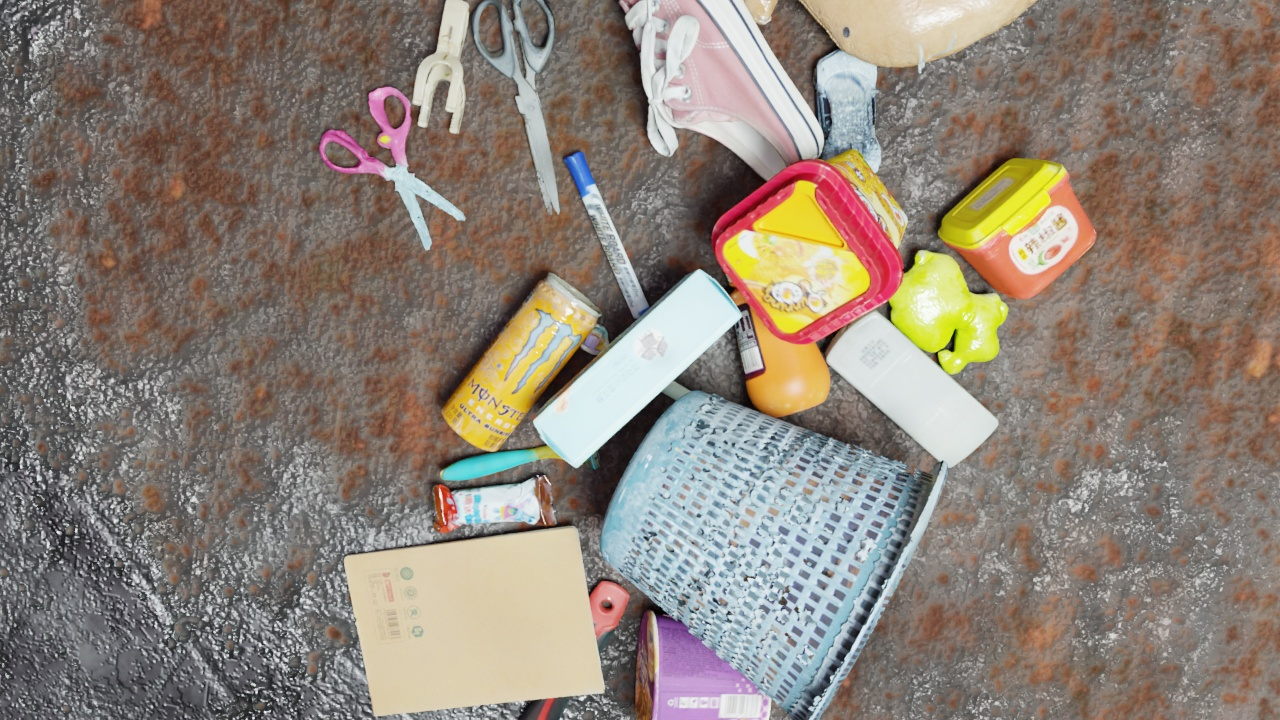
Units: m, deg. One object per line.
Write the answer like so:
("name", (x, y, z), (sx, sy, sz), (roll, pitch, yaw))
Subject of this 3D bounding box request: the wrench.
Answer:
("wrench", (-0.081, 0.313, 0.803), (0.056, 0.016, 0.273), (24, 97, -1))

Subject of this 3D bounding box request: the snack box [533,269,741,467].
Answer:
("snack box", (-0.004, 0.004, 0.710), (0.175, 0.074, 0.051), (-43, 94, 0))

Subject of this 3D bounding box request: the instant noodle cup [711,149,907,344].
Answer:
("instant noodle cup", (0.135, -0.092, 0.680), (0.116, 0.123, 0.116), (-33, 97, 39))

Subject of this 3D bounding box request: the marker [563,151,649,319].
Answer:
("marker", (-0.026, -0.099, 0.747), (0.017, 0.017, 0.146), (-23, 96, 4))

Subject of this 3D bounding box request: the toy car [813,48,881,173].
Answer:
("toy car", (0.164, -0.193, 0.723), (0.049, 0.031, 0.105), (-6, 96, 0))

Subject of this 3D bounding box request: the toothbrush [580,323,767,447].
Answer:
("toothbrush", (0.036, 0.028, 0.761), (0.189, 0.020, 0.029), (31, 58, -3))

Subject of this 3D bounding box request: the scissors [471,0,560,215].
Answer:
("scissors", (-0.098, -0.205, 0.740), (0.133, 0.014, 0.175), (21, 100, -2))

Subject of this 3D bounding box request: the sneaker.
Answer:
("sneaker", (0.036, -0.222, 0.689), (0.087, 0.118, 0.241), (-42, 100, -14))

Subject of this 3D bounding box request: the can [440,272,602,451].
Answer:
("can", (-0.097, 0.002, 0.742), (0.058, 0.058, 0.146), (38, 97, -3))

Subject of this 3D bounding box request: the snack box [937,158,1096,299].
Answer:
("snack box", (0.293, -0.101, 0.711), (0.091, 0.082, 0.080), (-43, 108, 7))

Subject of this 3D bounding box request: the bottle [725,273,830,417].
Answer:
("bottle", (0.102, -0.031, 0.733), (0.067, 0.066, 0.149), (-18, 89, 4))

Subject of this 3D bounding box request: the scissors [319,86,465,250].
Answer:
("scissors", (-0.205, -0.149, 0.748), (0.108, 0.017, 0.135), (-19, 100, 1))

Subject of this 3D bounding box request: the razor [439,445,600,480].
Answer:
("razor", (-0.102, 0.082, 0.767), (0.132, 0.028, 0.043), (-12, 96, 0))

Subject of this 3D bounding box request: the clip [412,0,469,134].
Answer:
("clip", (-0.151, -0.228, 0.710), (0.035, 0.095, 0.102), (12, 108, -6))

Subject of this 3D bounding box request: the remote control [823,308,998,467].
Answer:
("remote control", (0.219, 0.022, 0.746), (0.150, 0.021, 0.058), (40, 106, -9))

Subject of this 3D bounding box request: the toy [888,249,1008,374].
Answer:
("toy", (0.245, -0.038, 0.740), (0.100, 0.031, 0.097), (8, 102, 1))

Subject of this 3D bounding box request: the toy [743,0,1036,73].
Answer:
("toy", (0.193, -0.286, 0.689), (0.226, 0.082, 0.143), (-18, 77, 6))

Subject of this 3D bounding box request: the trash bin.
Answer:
("trash bin", (0.087, 0.128, 0.684), (0.195, 0.226, 0.227), (29, 97, 15))

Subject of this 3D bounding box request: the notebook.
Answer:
("notebook", (-0.144, 0.226, 0.787), (0.208, 0.008, 0.148), (-9, 95, 7))

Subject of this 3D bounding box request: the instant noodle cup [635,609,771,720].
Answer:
("instant noodle cup", (0.050, 0.263, 0.753), (0.099, 0.111, 0.111), (4, 97, -8))

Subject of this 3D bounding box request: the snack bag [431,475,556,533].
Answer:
("snack bag", (-0.125, 0.122, 0.774), (0.105, 0.026, 0.045), (-5, 95, 0))
